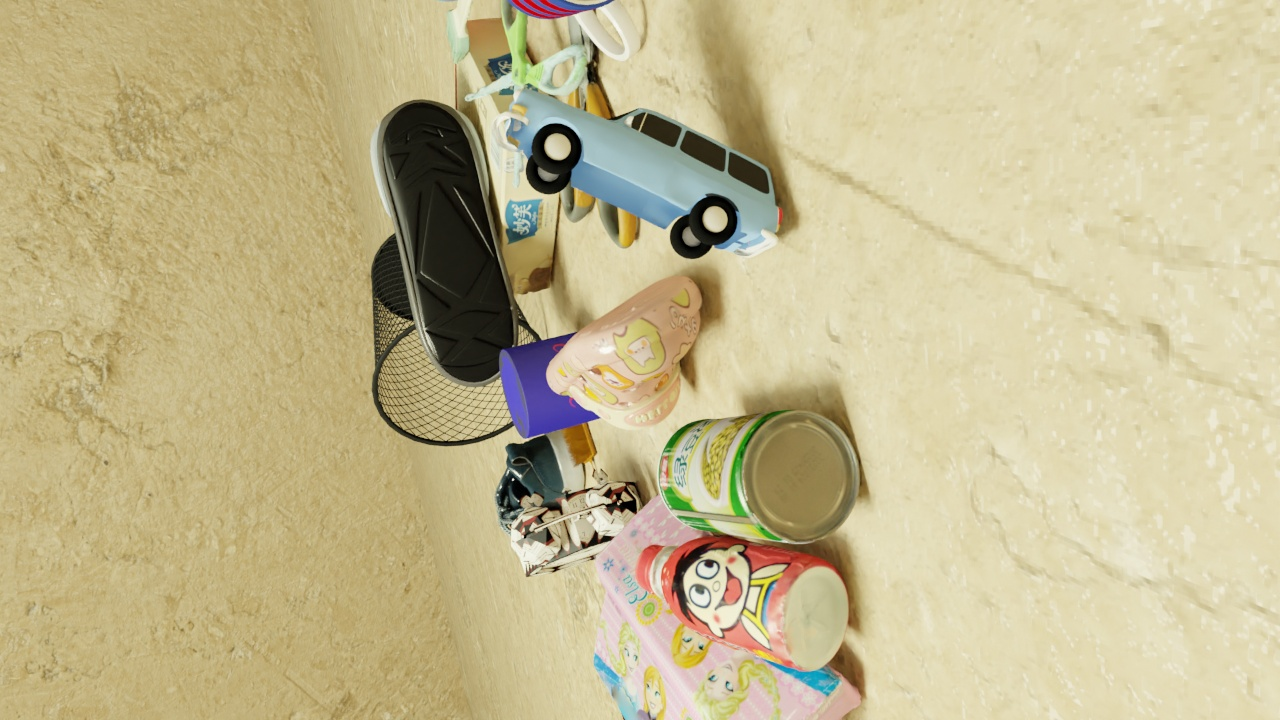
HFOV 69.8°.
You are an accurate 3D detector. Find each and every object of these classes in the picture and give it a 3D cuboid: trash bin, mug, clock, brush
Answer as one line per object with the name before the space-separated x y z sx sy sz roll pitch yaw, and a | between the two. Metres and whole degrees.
trash bin | -0.217 -0.043 1.029 0.210 0.184 0.184 -117 23 -46
mug | -0.076 0.022 0.812 0.111 0.083 0.079 151 104 -70
clock | -0.055 0.133 0.778 0.155 0.114 0.065 82 168 -73
mug | -0.039 -0.238 0.571 0.112 0.075 0.076 56 169 -26
brush | -0.130 -0.270 0.682 0.218 0.012 0.033 177 80 -74
brush | -0.062 0.082 0.912 0.048 0.017 0.126 132 121 -67

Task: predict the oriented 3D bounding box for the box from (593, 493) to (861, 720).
box | 0.026 0.199 0.601 0.161 0.061 0.230 -62 31 7

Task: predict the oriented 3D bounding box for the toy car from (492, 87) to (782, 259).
toy car | 0.000 -0.098 0.468 0.056 0.153 0.054 165 128 -79

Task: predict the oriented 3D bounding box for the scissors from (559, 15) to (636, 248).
scissors | -0.034 -0.185 0.662 0.175 0.016 0.226 -127 31 -46

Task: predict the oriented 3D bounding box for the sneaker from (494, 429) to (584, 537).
sneaker | -0.117 0.162 1.014 0.236 0.087 0.089 99 150 -47

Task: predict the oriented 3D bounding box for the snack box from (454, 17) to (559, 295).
snack box | -0.126 -0.181 0.848 0.208 0.055 0.153 104 146 -53

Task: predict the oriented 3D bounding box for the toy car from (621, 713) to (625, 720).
toy car | 0.047 0.274 0.682 0.170 0.061 0.070 -44 62 56

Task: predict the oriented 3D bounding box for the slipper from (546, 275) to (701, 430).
slipper | -0.004 0.004 0.627 0.081 0.093 0.198 56 162 -3

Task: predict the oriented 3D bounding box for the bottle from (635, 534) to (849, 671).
bottle | 0.050 0.134 0.536 0.138 0.061 0.062 1 105 50

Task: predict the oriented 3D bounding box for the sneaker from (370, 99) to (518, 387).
sneaker | -0.181 -0.109 0.856 0.160 0.093 0.257 -140 38 -71

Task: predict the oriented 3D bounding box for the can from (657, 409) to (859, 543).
can | 0.060 0.063 0.504 0.121 0.067 0.067 161 95 -70

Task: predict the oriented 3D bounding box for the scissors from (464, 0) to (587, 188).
scissors | -0.091 -0.217 0.696 0.173 0.021 0.171 2 94 48
